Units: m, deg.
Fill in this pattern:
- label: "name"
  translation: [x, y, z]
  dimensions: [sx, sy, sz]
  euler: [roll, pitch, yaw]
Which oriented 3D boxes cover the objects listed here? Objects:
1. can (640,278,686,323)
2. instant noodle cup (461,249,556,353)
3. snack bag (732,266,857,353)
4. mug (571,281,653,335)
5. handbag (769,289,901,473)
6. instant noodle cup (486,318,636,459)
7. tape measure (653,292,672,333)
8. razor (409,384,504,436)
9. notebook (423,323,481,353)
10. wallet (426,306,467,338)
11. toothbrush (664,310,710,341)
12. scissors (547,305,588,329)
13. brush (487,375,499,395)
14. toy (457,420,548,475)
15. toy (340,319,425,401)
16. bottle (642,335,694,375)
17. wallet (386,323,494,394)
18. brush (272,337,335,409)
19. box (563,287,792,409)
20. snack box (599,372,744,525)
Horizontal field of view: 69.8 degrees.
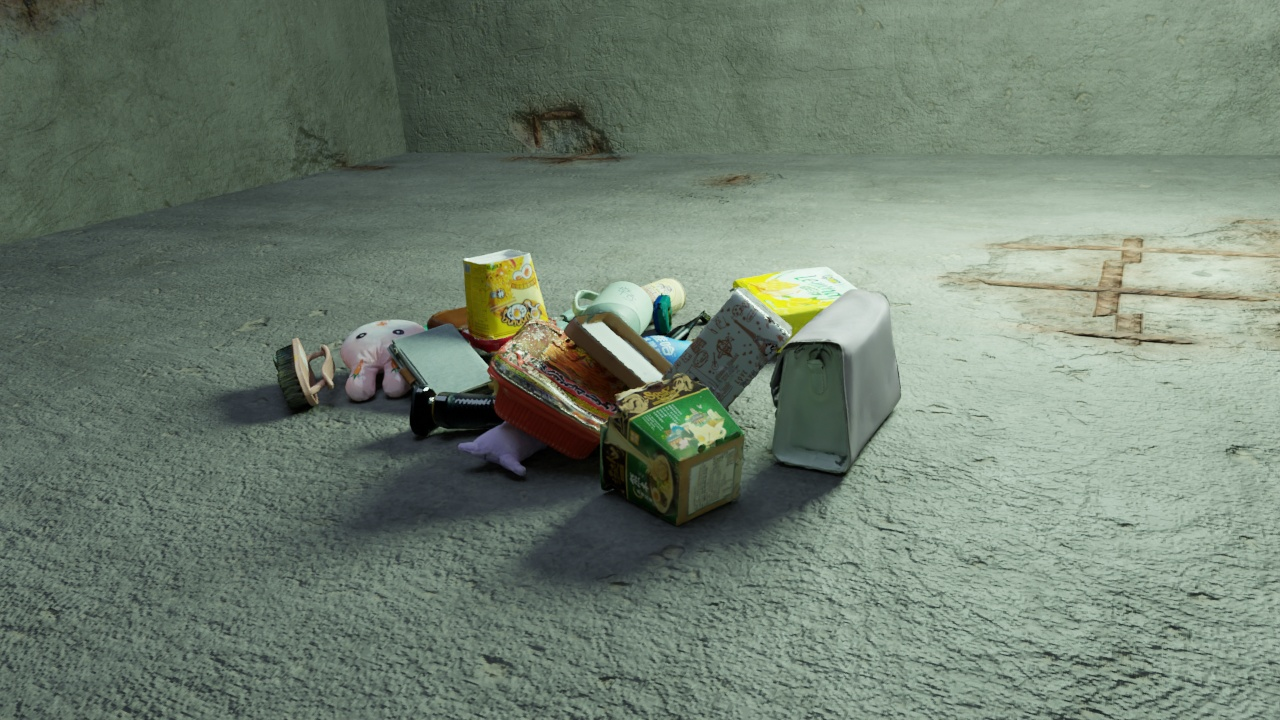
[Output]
- label: "can"
  translation: [0.014, -0.089, 1.430]
  dimensions: [0.059, 0.058, 0.116]
  euler: [14, 28, 40]
- label: "instant noodle cup"
  translation: [-0.192, -0.086, 1.285]
  dimensions: [0.116, 0.124, 0.116]
  euler: [-17, 19, -28]
- label: "snack bag"
  translation: [0.233, -0.075, 1.339]
  dimensions: [0.158, 0.068, 0.246]
  euler: [-7, 21, -5]
- label: "mug"
  translation: [-0.049, -0.064, 1.318]
  dimensions: [0.112, 0.082, 0.106]
  euler: [28, 32, 6]
- label: "handbag"
  translation: [0.213, 0.015, 0.992]
  dimensions: [0.098, 0.145, 0.196]
  euler: [10, 24, 27]
- label: "instant noodle cup"
  translation: [-0.086, 0.035, 1.025]
  dimensions: [0.164, 0.079, 0.188]
  euler: [30, 24, -1]
- label: "tape measure"
  translation: [0.035, -0.069, 1.378]
  dimensions: [0.025, 0.054, 0.058]
  euler: [-2, 21, 13]
- label: "razor"
  translation: [-0.188, 0.061, 1.091]
  dimensions: [0.167, 0.062, 0.068]
  euler: [1, -11, 0]
- label: "notebook"
  translation: [-0.287, -0.033, 1.390]
  dimensions: [0.150, 0.012, 0.208]
  euler: [-3, 17, 12]
- label: "wallet"
  translation: [-0.250, -0.061, 1.392]
  dimensions: [0.124, 0.032, 0.101]
  euler: [-20, 24, -35]
- label: "toothbrush"
  translation: [0.058, -0.037, 1.335]
  dimensions: [0.027, 0.026, 0.212]
  euler: [38, 31, 9]
- label: "scissors"
  translation: [-0.091, -0.064, 1.445]
  dimensions: [0.170, 0.019, 0.180]
  euler: [12, 26, 38]
- label: "brush"
  translation: [-0.130, -0.002, 1.244]
  dimensions: [0.083, 0.046, 0.254]
  euler: [-5, 18, 18]
- label: "toy"
  translation: [-0.136, 0.089, 1.012]
  dimensions: [0.084, 0.039, 0.107]
  euler: [22, 25, 21]
- label: "toy"
  translation: [-0.350, -0.004, 1.257]
  dimensions: [0.121, 0.054, 0.159]
  euler: [-7, 39, -6]
- label: "bottle"
  translation: [-0.007, 0.007, 1.172]
  dimensions: [0.218, 0.065, 0.065]
  euler: [-13, 22, -26]
- label: "wallet"
  translation: [-0.263, 0.009, 1.213]
  dimensions: [0.106, 0.037, 0.129]
  euler: [-20, 50, -33]
- label: "brush"
  translation: [-0.446, 0.018, 1.227]
  dimensions: [0.073, 0.063, 0.145]
  euler: [-21, 25, -15]
- label: "box"
  translation: [0.054, -0.036, 1.038]
  dimensions: [0.197, 0.157, 0.180]
  euler: [40, 12, 7]
- label: "snack box"
  translation: [0.036, 0.093, 0.889]
  dimensions: [0.118, 0.118, 0.105]
  euler: [-19, 37, -28]
